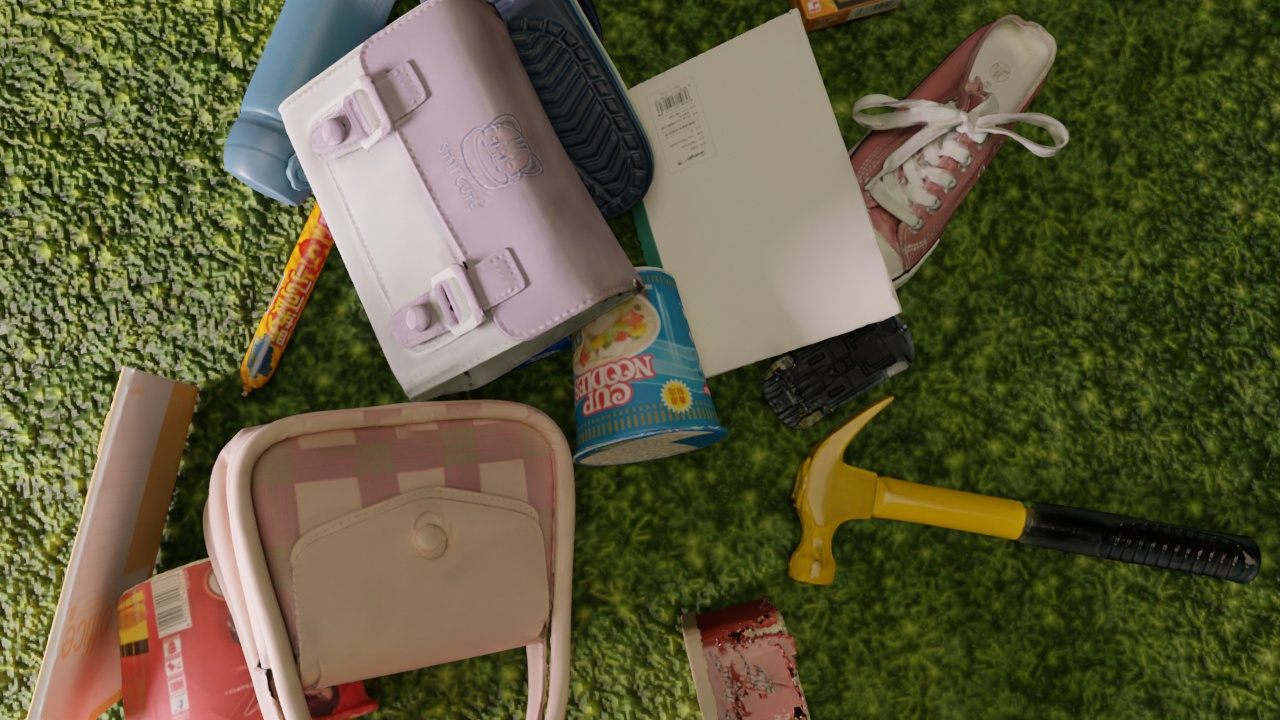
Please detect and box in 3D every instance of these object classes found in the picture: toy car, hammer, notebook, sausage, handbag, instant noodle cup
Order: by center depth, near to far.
[{"bbox_3d":[-0.121,0.140,0.500,0.193,0.094,0.234,-2,67,-34],"label":"handbag"},{"bbox_3d":[-0.300,0.110,0.530,0.010,0.146,0.206,12,82,-11],"label":"notebook"},{"bbox_3d":[-0.233,0.174,0.533,0.138,0.138,0.108,-19,75,-4],"label":"instant noodle cup"},{"bbox_3d":[-0.107,-0.092,0.536,0.145,0.098,0.197,-28,85,19],"label":"handbag"},{"bbox_3d":[-0.003,0.003,0.582,0.099,0.099,0.109,-10,75,-3],"label":"instant noodle cup"},{"bbox_3d":[0.250,0.104,0.601,0.301,0.033,0.128,10,84,0],"label":"hammer"},{"bbox_3d":[0.066,-0.104,0.603,0.151,0.012,0.209,-19,82,22],"label":"notebook"},{"bbox_3d":[0.131,0.005,0.610,0.105,0.031,0.049,-30,85,-3],"label":"toy car"},{"bbox_3d":[-0.229,-0.052,0.613,0.021,0.021,0.165,22,83,1],"label":"sausage"}]

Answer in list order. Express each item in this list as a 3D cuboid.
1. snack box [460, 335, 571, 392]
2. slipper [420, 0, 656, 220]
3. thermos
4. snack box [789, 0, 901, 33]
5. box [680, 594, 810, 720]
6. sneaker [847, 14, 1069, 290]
[{"bbox_3d":[-0.113,-0.067,0.615,0.084,0.026,0.157,-23,84,-5],"label":"snack box"},{"bbox_3d":[-0.075,-0.205,0.603,0.105,0.095,0.253,-26,95,22],"label":"slipper"},{"bbox_3d":[-0.210,-0.211,0.613,0.070,0.070,0.220,19,83,1],"label":"thermos"},{"bbox_3d":[0.129,-0.315,0.653,0.075,0.026,0.153,-16,83,-3],"label":"snack box"},{"bbox_3d":[0.081,0.232,0.550,0.077,0.091,0.168,-14,83,0],"label":"box"},{"bbox_3d":[0.194,-0.139,0.601,0.118,0.088,0.241,40,84,4],"label":"sneaker"}]
